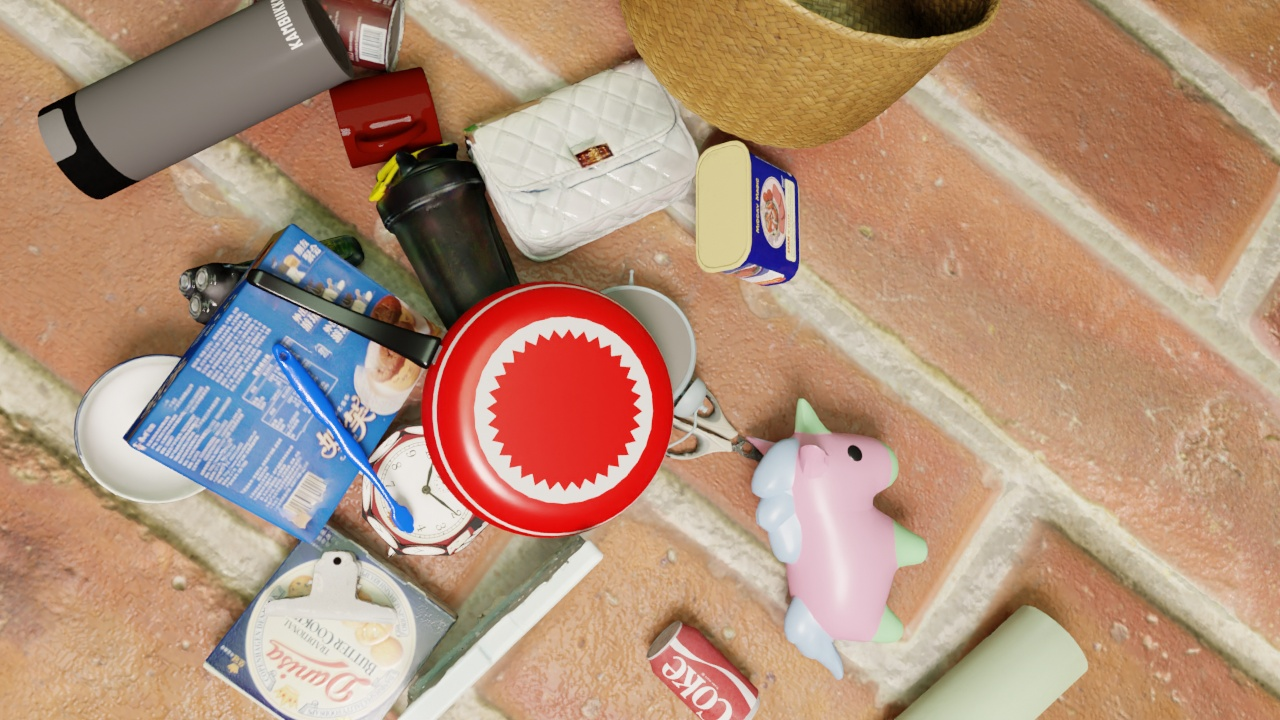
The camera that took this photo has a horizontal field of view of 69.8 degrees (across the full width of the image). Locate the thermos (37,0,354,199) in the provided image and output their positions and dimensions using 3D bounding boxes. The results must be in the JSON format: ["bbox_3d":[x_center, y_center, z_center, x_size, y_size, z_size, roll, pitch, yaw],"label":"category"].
[{"bbox_3d":[-0.366,-0.221,0.759,0.240,0.082,0.082,-25,86,3],"label":"thermos"}]

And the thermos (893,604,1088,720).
[{"bbox_3d":[0.290,0.322,0.816,0.231,0.082,0.082,-35,88,-13],"label":"thermos"}]

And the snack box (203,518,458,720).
[{"bbox_3d":[-0.252,0.231,0.761,0.144,0.043,0.145,36,77,-2],"label":"snack box"}]

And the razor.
[{"bbox_3d":[-0.312,-0.075,0.786,0.151,0.067,0.054,-23,73,-19],"label":"razor"}]

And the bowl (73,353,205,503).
[{"bbox_3d":[-0.392,0.055,0.745,0.118,0.062,0.118,2,87,-33],"label":"bowl"}]

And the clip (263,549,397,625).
[{"bbox_3d":[-0.243,0.180,0.728,0.102,0.050,0.058,6,91,-9],"label":"clip"}]

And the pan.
[{"bbox_3d":[-0.132,0.009,0.720,0.356,0.067,0.208,26,79,-19],"label":"pan"}]

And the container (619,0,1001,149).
[{"bbox_3d":[0.129,-0.344,0.805,0.306,0.197,0.306,9,67,-21],"label":"container"}]

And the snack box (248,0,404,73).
[{"bbox_3d":[-0.279,-0.304,0.822,0.121,0.072,0.072,11,80,-9],"label":"snack box"}]

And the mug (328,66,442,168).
[{"bbox_3d":[-0.220,-0.207,0.803,0.082,0.105,0.073,-15,126,-11],"label":"mug"}]

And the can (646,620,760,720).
[{"bbox_3d":[0.054,0.276,0.798,0.096,0.054,0.054,45,77,-1],"label":"can"}]

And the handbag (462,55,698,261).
[{"bbox_3d":[-0.049,-0.188,0.841,0.194,0.072,0.139,-27,86,-12],"label":"handbag"}]

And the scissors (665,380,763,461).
[{"bbox_3d":[0.082,0.087,0.853,0.121,0.013,0.171,-39,91,-12],"label":"scissors"}]

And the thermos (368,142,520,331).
[{"bbox_3d":[-0.153,-0.079,0.799,0.098,0.098,0.221,-25,91,-12],"label":"thermos"}]

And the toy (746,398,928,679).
[{"bbox_3d":[0.162,0.159,0.807,0.171,0.120,0.222,21,82,-19],"label":"toy"}]

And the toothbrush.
[{"bbox_3d":[-0.232,0.064,0.719,0.016,0.018,0.182,-42,108,-34],"label":"toothbrush"}]

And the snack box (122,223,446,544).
[{"bbox_3d":[-0.280,0.019,0.738,0.155,0.069,0.202,38,70,-25],"label":"snack box"}]

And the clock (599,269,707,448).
[{"bbox_3d":[-0.005,0.005,0.826,0.122,0.045,0.159,-26,79,-9],"label":"clock"}]

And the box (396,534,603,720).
[{"bbox_3d":[-0.111,0.216,0.738,0.196,0.135,0.041,-41,87,-12],"label":"box"}]

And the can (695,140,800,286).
[{"bbox_3d":[0.101,-0.130,0.843,0.092,0.057,0.116,11,77,-49],"label":"can"}]

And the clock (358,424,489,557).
[{"bbox_3d":[-0.156,0.101,0.782,0.155,0.065,0.114,-23,85,3],"label":"clock"}]
